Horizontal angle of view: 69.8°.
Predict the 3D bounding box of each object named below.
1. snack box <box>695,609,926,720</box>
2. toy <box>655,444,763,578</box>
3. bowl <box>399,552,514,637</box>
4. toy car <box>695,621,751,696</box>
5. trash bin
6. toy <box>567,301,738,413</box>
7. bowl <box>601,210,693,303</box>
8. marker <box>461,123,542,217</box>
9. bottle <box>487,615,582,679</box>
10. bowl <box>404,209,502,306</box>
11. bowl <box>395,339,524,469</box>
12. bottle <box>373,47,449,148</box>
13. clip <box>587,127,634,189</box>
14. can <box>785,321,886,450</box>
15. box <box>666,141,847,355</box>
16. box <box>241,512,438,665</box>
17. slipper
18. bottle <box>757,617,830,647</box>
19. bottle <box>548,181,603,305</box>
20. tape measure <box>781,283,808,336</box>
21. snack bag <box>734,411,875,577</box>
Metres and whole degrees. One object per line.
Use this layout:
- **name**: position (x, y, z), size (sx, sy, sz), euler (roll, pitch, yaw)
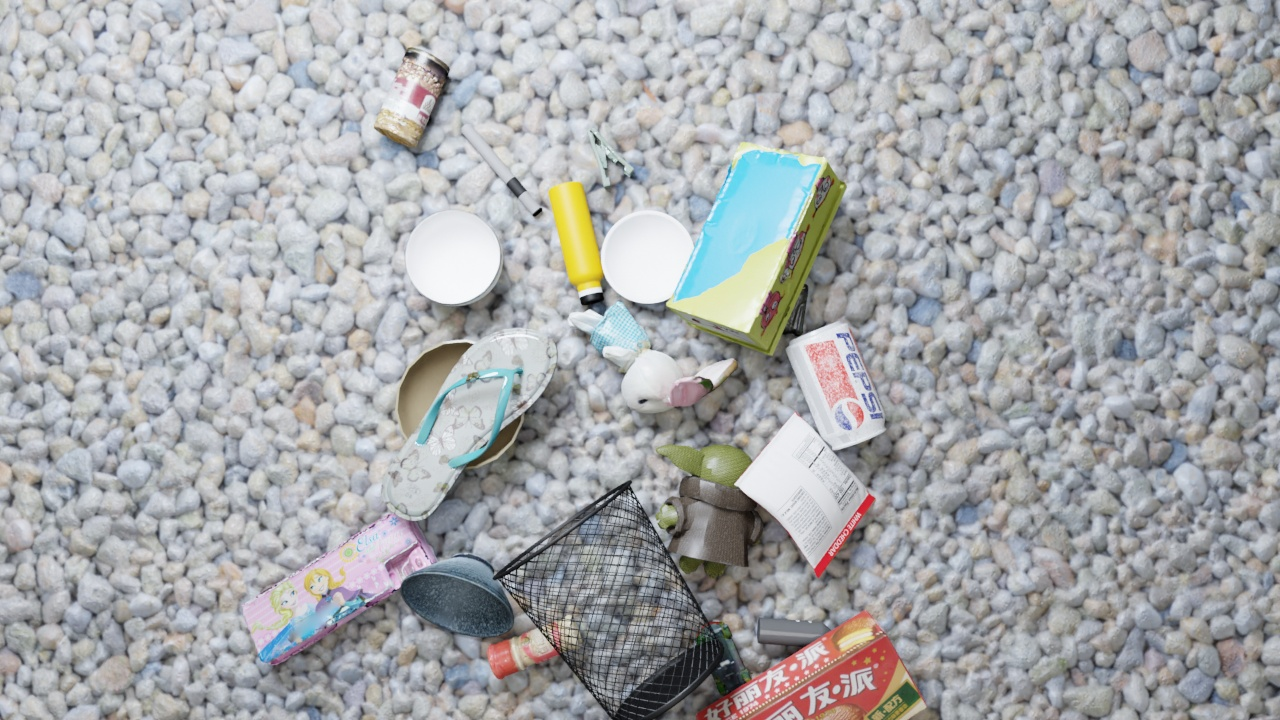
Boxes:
- **snack box**: position (0.193, 0.397, 1.042), size (0.236, 0.060, 0.113), euler (-31, 106, -1)
- **toy**: position (0.086, 0.173, 1.062), size (0.179, 0.078, 0.152), euler (14, 82, -22)
- **bowl**: position (-0.204, 0.262, 1.067), size (0.137, 0.137, 0.057), euler (15, 47, 2)
- **toy car**: position (0.098, 0.350, 1.074), size (0.042, 0.036, 0.091), euler (-26, 87, 0)
- **trash bin**: position (-0.027, 0.271, 1.008), size (0.184, 0.184, 0.210), euler (-35, 87, -1)
- **toy**: position (-0.006, 0.006, 1.072), size (0.205, 0.130, 0.106), euler (29, 108, 15)
- **bowl**: position (0.009, -0.121, 1.100), size (0.110, 0.040, 0.110), euler (0, 87, 2)
- **marker**: position (-0.170, -0.234, 1.123), size (0.016, 0.016, 0.140), euler (-40, 86, -1)
- **bottle**: position (-0.124, 0.336, 1.078), size (0.109, 0.044, 0.044), euler (-21, 86, -1)
- **bowl**: position (-0.217, -0.118, 1.094), size (0.113, 0.063, 0.113), euler (0, 87, 2)
- **bowl**: position (-0.209, 0.053, 1.091), size (0.152, 0.050, 0.152), euler (0, 87, 1)
- **bottle**: position (-0.277, -0.317, 1.110), size (0.056, 0.056, 0.105), euler (23, 88, 2)
- **clip**: position (-0.043, -0.250, 1.118), size (0.059, 0.023, 0.076), euler (-31, 89, -2)
- **can**: position (0.228, 0.029, 1.067), size (0.078, 0.078, 0.136), euler (-22, 87, 0)
- **box**: position (0.134, -0.132, 1.055), size (0.124, 0.080, 0.221), euler (19, 82, 33)
- **box**: position (-0.358, 0.268, 1.082), size (0.230, 0.053, 0.084), euler (-32, 87, 0)
- **slipper**: position (-0.203, 0.065, 1.038), size (0.098, 0.055, 0.269), euler (41, 90, 5)
- **bottle**: position (0.195, 0.321, 1.076), size (0.113, 0.030, 0.030), euler (4, 87, 2)
- **bottle**: position (-0.074, -0.139, 1.102), size (0.043, 0.043, 0.143), euler (-14, 87, 0)
- **tape measure**: position (0.165, -0.065, 1.094), size (0.064, 0.037, 0.065), euler (8, 85, 1)
- **snack bag**: position (0.194, 0.151, 1.057), size (0.144, 0.039, 0.130), euler (48, 60, -4)
